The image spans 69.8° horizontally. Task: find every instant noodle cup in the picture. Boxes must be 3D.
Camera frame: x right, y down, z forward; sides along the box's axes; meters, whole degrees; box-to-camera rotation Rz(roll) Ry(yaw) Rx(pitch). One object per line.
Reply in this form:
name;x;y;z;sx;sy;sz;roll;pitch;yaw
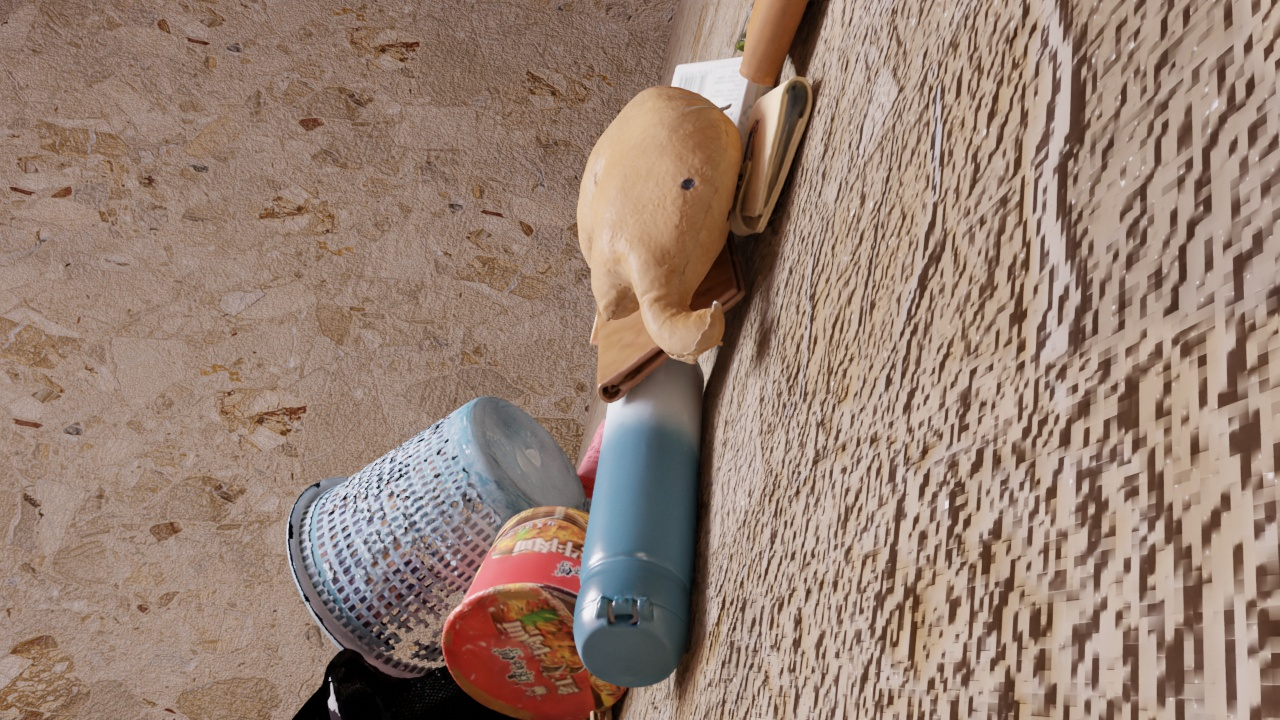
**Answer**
instant noodle cup;-0.069;0.186;0.693;0.108;0.138;0.138;-80;5;-59

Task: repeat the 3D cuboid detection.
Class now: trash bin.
trash bin;-0.164;0.147;0.828;0.195;0.226;0.226;-39;17;16

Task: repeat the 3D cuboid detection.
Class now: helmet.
helmet;-0.170;0.345;0.666;0.230;0.275;0.233;-42;23;-6

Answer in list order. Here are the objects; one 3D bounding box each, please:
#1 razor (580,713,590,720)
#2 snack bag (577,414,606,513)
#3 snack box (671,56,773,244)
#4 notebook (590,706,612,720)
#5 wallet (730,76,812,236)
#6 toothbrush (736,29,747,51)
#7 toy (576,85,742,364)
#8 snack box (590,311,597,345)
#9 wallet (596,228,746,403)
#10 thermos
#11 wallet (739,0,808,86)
razor;-0.053;0.274;0.704;0.132;0.028;0.043;-104;4;-73
snack bag;-0.024;0.081;0.932;0.129;0.073;0.207;117;170;-63
snack box;0.042;-0.133;0.651;0.085;0.026;0.157;16;94;51
notebook;-0.053;0.316;0.763;0.147;0.008;0.208;-94;18;-54
wallet;0.070;-0.116;0.537;0.115;0.024;0.087;-107;29;-79
toothbrush;0.096;-0.269;0.728;0.185;0.012;0.017;-105;39;-81
toy;0.013;-0.088;0.542;0.225;0.082;0.144;-109;36;-62
snack box;-0.003;-0.068;0.969;0.093;0.077;0.094;111;171;-64
wallet;0.016;-0.036;0.585;0.115;0.020;0.101;-39;29;22
thermos;0.002;0.083;0.544;0.219;0.070;0.070;-82;7;-49
wallet;0.091;-0.236;0.538;0.107;0.031;0.132;-77;7;-61
